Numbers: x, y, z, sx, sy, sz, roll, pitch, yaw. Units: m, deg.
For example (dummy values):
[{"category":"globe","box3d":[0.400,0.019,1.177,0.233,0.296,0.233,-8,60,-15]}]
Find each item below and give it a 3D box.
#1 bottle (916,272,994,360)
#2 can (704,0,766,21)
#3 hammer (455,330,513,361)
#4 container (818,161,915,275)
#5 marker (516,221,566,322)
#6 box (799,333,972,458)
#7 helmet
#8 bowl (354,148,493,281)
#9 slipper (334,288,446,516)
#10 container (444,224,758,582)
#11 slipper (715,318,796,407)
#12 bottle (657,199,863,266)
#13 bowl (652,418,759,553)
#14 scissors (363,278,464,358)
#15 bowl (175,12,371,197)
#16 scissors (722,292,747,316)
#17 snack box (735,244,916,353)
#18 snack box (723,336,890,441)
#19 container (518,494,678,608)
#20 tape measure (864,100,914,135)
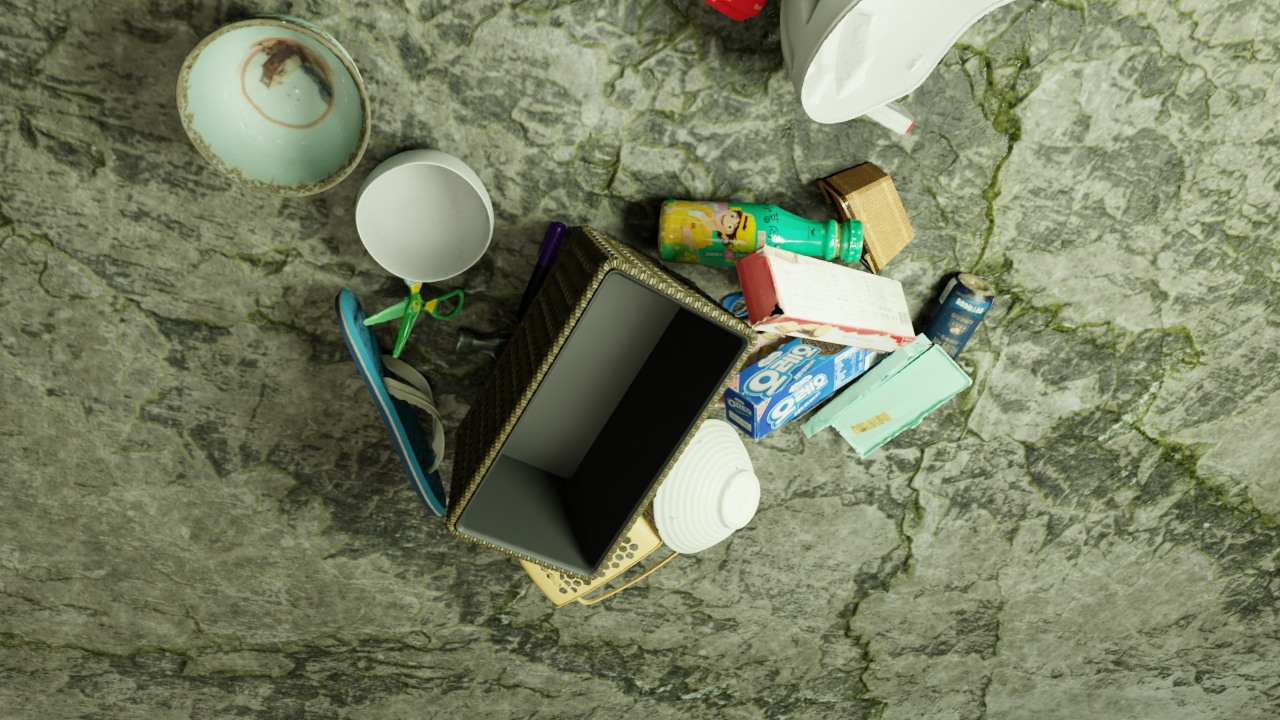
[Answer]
[{"category":"bottle","box3d":[0.371,-0.030,1.125,0.056,0.056,0.161,11,125,-18]},{"category":"can","box3d":[0.105,-0.378,0.806,0.074,0.074,0.143,21,121,-23]},{"category":"hammer","box3d":[-0.173,0.104,1.152,0.133,0.033,0.334,3,127,-13]},{"category":"container","box3d":[0.251,-0.160,1.006,0.061,0.063,0.114,-32,126,5]},{"category":"marker","box3d":[-0.113,-0.097,1.018,0.018,0.015,0.134,30,121,4]},{"category":"box","box3d":[0.298,0.054,1.132,0.110,0.078,0.188,44,129,-4]},{"category":"helmet","box3d":[0.233,-0.327,0.782,0.283,0.184,0.224,-55,152,14]},{"category":"bowl","box3d":[-0.217,-0.152,0.927,0.131,0.064,0.132,-5,126,-7]},{"category":"slipper","box3d":[-0.265,0.044,1.044,0.060,0.118,0.295,-22,121,-8]},{"category":"container","box3d":[-0.060,0.029,0.969,0.176,0.205,0.321,25,108,-23]},{"category":"slipper","box3d":[0.105,0.014,1.087,0.197,0.081,0.093,-16,127,-9]},{"category":"bottle","box3d":[0.125,-0.131,0.967,0.210,0.068,0.068,4,127,7]},{"category":"bowl","box3d":[0.101,0.167,1.156,0.176,0.071,0.177,-13,108,-44]},{"category":"scissors","box3d":[-0.243,-0.067,0.979,0.127,0.012,0.122,-26,115,-41]},{"category":"bowl","box3d":[-0.320,-0.240,0.825,0.160,0.093,0.160,-5,127,-6]},{"category":"scissors","box3d":[0.149,-0.090,1.072,0.127,0.014,0.129,30,113,-32]},{"category":"snack box","box3d":[0.200,-0.058,0.957,0.044,0.076,0.272,-24,161,39]},{"category":"snack box","box3d":[0.198,0.008,1.062,0.225,0.059,0.059,-30,134,-24]},{"category":"container","box3d":[-0.050,0.243,1.215,0.184,0.129,0.167,-34,116,15]},{"category":"tape measure","box3d":[0.248,-0.256,0.931,0.060,0.062,0.020,21,120,-19]}]
